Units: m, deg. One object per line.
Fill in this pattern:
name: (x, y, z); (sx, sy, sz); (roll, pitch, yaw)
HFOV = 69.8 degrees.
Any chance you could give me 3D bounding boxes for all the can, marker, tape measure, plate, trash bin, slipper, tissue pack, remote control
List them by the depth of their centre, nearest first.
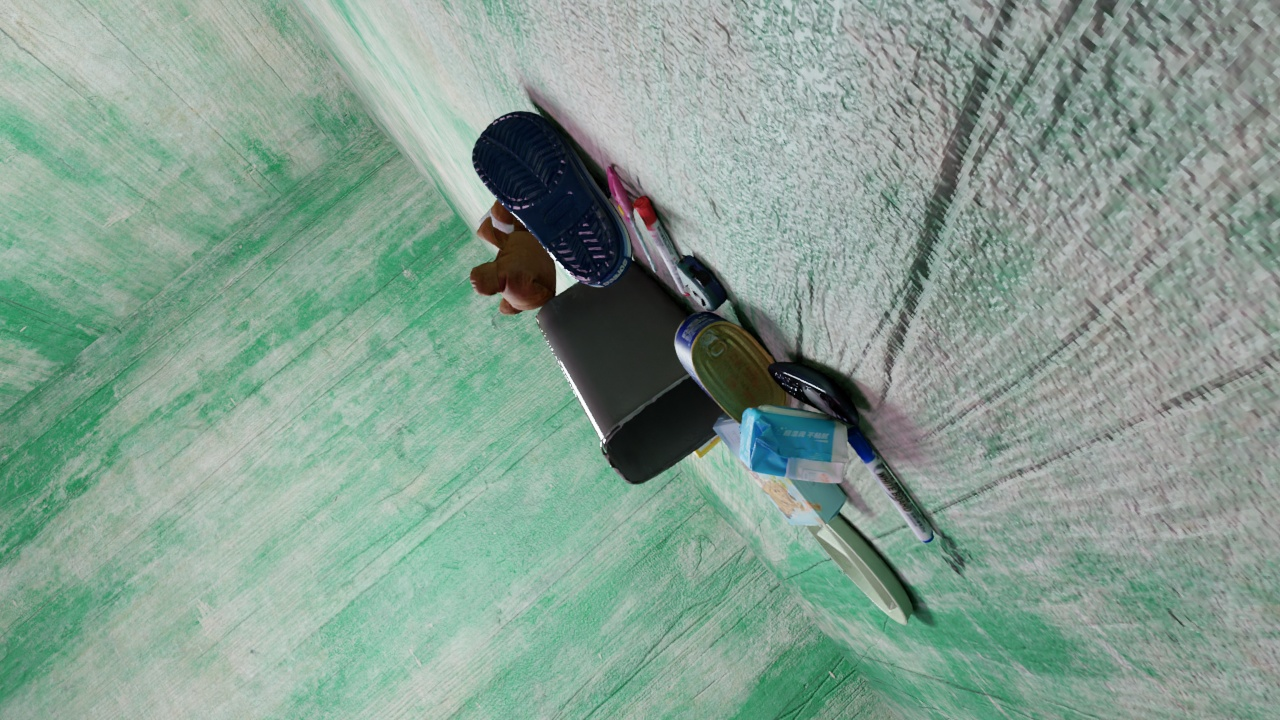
remote control: (0.160, 0.026, 0.840); (0.053, 0.024, 0.136); (49, 173, -22)
marker: (0.241, 0.121, 0.883); (0.146, 0.017, 0.017); (52, 174, -17)
tissue pack: (0.144, 0.077, 0.884); (0.090, 0.063, 0.140); (7, 180, 2)
tape measure: (0.062, -0.075, 0.932); (0.054, 0.025, 0.058); (47, 174, 32)
can: (0.097, 0.011, 0.960); (0.148, 0.074, 0.049); (46, 178, -29)
marker: (0.027, -0.117, 0.962); (0.017, 0.017, 0.145); (44, 172, 41)
slipper: (-0.088, -0.184, 1.038); (0.252, 0.105, 0.095); (50, -164, 22)
trash bin: (-0.007, 0.007, 1.181); (0.219, 0.198, 0.199); (53, 176, 28)
plate: (0.306, 0.282, 1.319); (0.230, 0.027, 0.230); (48, 174, 7)

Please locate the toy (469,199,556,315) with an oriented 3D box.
toy: (-0.158, -0.161, 1.207); (0.131, 0.199, 0.140); (6, 164, 18)

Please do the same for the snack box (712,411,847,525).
snack box: (0.172, 0.126, 1.136); (0.175, 0.051, 0.074); (51, 154, -10)

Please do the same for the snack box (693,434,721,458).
snack box: (0.088, 0.090, 1.419); (0.034, 0.087, 0.140); (53, 172, -29)

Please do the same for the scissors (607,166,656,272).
scissors: (-0.010, -0.145, 0.918); (0.137, 0.017, 0.077); (-112, -1, -46)
